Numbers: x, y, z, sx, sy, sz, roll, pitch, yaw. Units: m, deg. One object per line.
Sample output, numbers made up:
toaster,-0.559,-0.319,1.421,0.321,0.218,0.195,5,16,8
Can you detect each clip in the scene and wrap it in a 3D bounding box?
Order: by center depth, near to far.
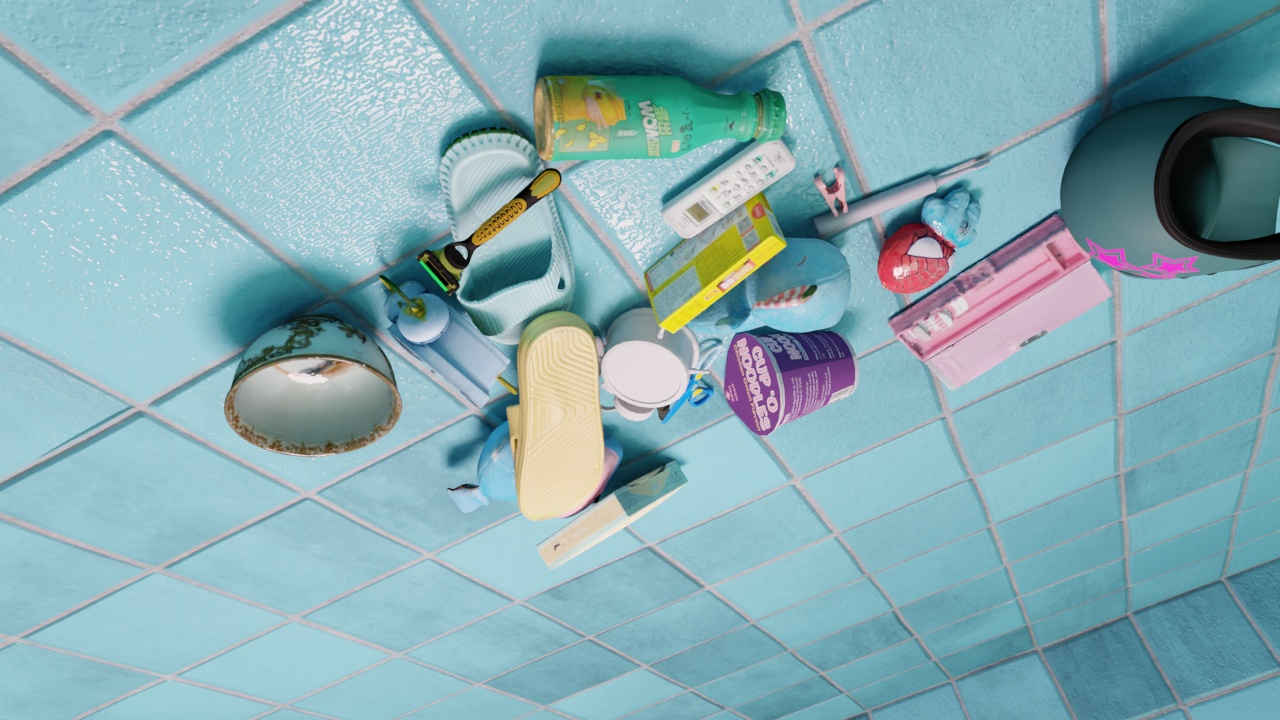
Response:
clip,0.189,-0.167,0.919,0.045,0.023,0.060,-5,141,-7

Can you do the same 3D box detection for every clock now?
clock,-0.192,-0.021,0.874,0.060,0.118,0.162,-49,125,-8
clock,-0.006,0.006,1.017,0.160,0.060,0.120,-27,118,33

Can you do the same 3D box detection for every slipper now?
slipper,-0.120,-0.095,0.858,0.116,0.069,0.277,-15,143,-7
slipper,-0.093,0.056,0.991,0.099,0.078,0.264,-9,126,-17

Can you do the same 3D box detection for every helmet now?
helmet,0.558,-0.167,0.914,0.274,0.200,0.176,3,97,-4

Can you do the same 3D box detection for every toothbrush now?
toothbrush,0.270,-0.171,0.947,0.188,0.018,0.019,-20,145,5

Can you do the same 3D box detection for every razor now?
razor,-0.124,-0.116,0.787,0.144,0.021,0.044,-37,106,10

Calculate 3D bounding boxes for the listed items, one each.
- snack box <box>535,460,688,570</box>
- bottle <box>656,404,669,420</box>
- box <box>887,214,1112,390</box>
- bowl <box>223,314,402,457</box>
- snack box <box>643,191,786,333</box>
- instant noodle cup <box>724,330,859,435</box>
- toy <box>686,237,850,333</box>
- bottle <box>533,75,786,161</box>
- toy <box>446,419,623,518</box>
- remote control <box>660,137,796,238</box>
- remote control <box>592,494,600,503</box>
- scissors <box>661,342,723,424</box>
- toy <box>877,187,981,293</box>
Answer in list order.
snack box,-0.033,0.203,1.221,0.142,0.044,0.193,-37,171,25
bottle,0.025,0.035,1.109,0.033,0.033,0.123,-14,144,-4
box,0.443,-0.066,1.132,0.233,0.040,0.179,-34,136,22
bowl,-0.317,0.012,0.896,0.160,0.093,0.160,-10,143,-8
snack box,0.071,-0.100,0.915,0.153,0.075,0.025,-38,137,26
instant noodle cup,0.183,0.018,1.095,0.121,0.122,0.137,-13,171,-21
toy,0.130,-0.080,0.955,0.181,0.182,0.115,-10,106,29
bottle,0.019,-0.203,0.767,0.209,0.068,0.068,-5,142,-15
toy,-0.122,0.135,1.123,0.224,0.099,0.191,-41,138,15
remote control,0.082,-0.168,0.876,0.134,0.022,0.050,-32,141,20
remote control,-0.076,0.156,1.242,0.058,0.013,0.134,-4,142,-16
scissors,0.064,0.029,1.107,0.126,0.013,0.125,-57,151,14
toy,0.313,-0.125,0.991,0.092,0.062,0.133,19,119,-48
